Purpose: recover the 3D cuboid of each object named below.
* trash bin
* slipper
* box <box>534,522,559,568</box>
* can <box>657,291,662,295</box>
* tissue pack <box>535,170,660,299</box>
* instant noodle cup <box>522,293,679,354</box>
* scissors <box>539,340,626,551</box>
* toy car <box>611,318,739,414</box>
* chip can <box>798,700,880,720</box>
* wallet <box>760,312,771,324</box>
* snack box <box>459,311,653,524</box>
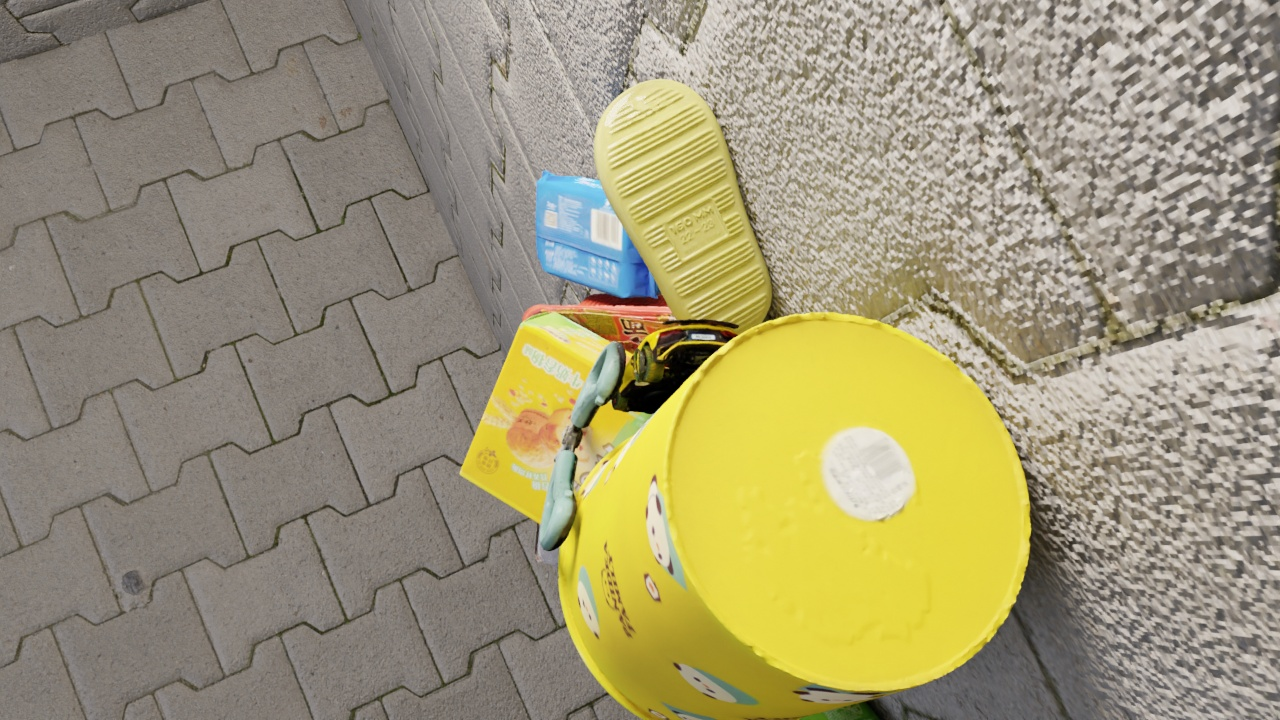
[{"bbox_3d":[0.076,0.105,0.544,0.229,0.229,0.256,63,162,15],"label":"trash bin"},{"bbox_3d":[0.027,-0.101,0.658,0.190,0.091,0.081,65,170,-10],"label":"slipper"},{"bbox_3d":[-0.003,0.208,0.928,0.179,0.123,0.274,11,122,38],"label":"box"},{"bbox_3d":[-0.018,-0.108,0.898,0.132,0.053,0.053,66,168,1],"label":"can"},{"bbox_3d":[-0.038,-0.116,0.837,0.157,0.052,0.095,21,118,38],"label":"tissue pack"},{"bbox_3d":[-0.005,0.005,0.862,0.078,0.189,0.165,-63,-32,-47],"label":"instant noodle cup"},{"bbox_3d":[-0.040,0.045,0.654,0.172,0.019,0.179,-89,20,-66],"label":"scissors"},{"bbox_3d":[0.020,0.009,0.648,0.156,0.071,0.041,130,140,-68],"label":"toy car"},{"bbox_3d":[0.171,0.323,0.849,0.221,0.072,0.073,48,158,56],"label":"chip can"},{"bbox_3d":[0.093,0.004,0.731,0.121,0.019,0.097,154,94,-79],"label":"wallet"},{"bbox_3d":[-0.031,0.075,0.782,0.210,0.158,0.069,29,-161,12],"label":"snack box"}]
